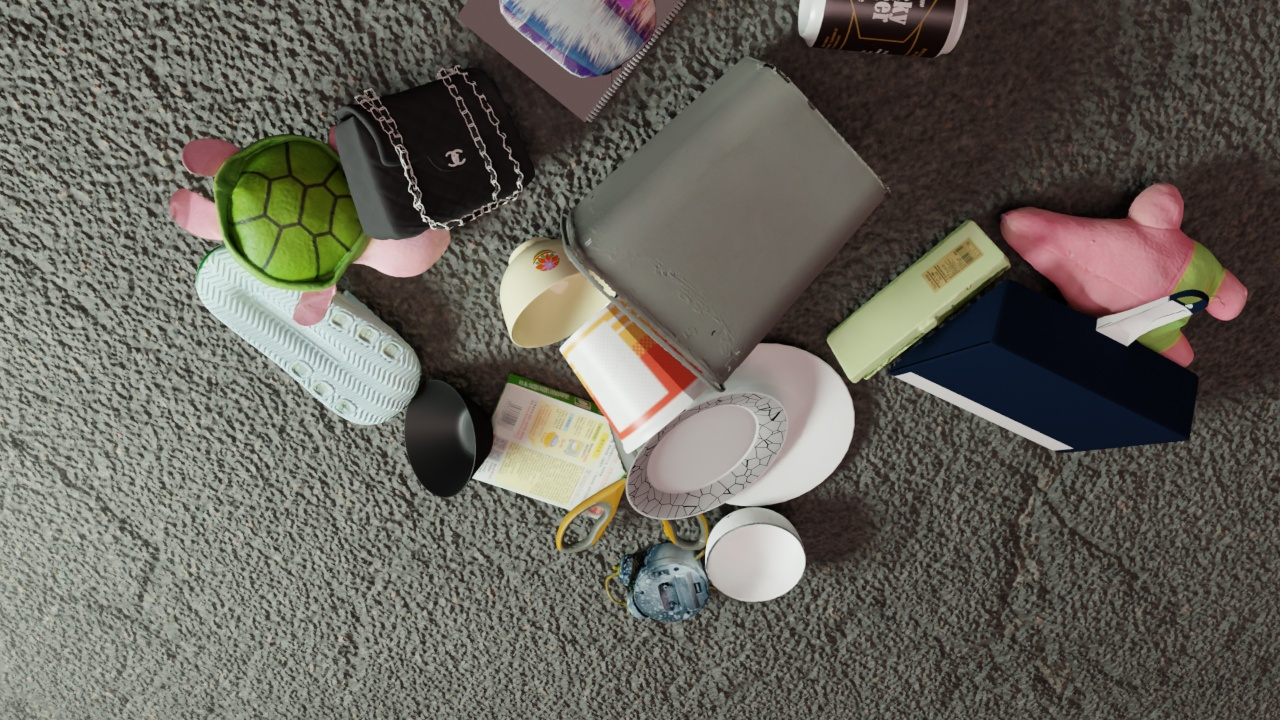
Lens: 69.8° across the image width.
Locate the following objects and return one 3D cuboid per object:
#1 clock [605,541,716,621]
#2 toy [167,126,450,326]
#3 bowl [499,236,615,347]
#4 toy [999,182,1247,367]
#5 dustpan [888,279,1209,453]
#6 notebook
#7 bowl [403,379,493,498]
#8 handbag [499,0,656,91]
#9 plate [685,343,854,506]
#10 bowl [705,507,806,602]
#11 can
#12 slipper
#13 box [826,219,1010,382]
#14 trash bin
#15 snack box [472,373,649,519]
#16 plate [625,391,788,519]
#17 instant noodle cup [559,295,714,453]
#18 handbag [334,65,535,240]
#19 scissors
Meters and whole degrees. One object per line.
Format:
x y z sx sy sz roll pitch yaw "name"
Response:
0.022 0.264 1.084 0.129 0.052 0.090 -13 117 5 "clock"
-0.292 -0.128 0.830 0.238 0.088 0.190 15 81 -32 "toy"
-0.090 -0.077 0.890 0.118 0.118 0.074 -39 69 17 "bowl"
0.454 -0.085 0.893 0.236 0.096 0.192 28 118 -3 "toy"
0.423 0.001 0.894 0.236 0.274 0.080 24 74 -12 "dustpan"
-0.039 -0.333 0.798 0.149 0.016 0.207 36 111 -16 "notebook"
-0.193 0.080 0.973 0.052 0.124 0.124 -6 129 -48 "bowl"
-0.031 -0.329 0.762 0.144 0.068 0.170 36 105 -14 "handbag"
0.129 0.071 1.005 0.208 0.015 0.209 0 118 -1 "plate"
0.129 0.215 1.054 0.113 0.063 0.114 0 117 -1 "bowl"
0.205 -0.301 0.786 0.128 0.071 0.072 4 117 -3 "can"
-0.321 -0.033 0.913 0.104 0.074 0.245 -43 120 10 "slipper"
0.284 -0.050 0.925 0.188 0.091 0.083 -40 134 21 "box"
0.074 -0.131 0.814 0.197 0.197 0.220 41 103 -19 "trash bin"
-0.089 0.099 1.012 0.168 0.027 0.132 21 116 -12 "snack box"
0.068 0.098 0.965 0.188 0.016 0.189 -17 138 -16 "plate"
-0.005 0.005 0.907 0.124 0.123 0.121 -41 90 18 "instant noodle cup"
-0.172 -0.183 0.789 0.153 0.115 0.125 -29 110 -28 "handbag"
-0.011 0.148 1.016 0.225 0.016 0.225 -26 119 6 "scissors"
